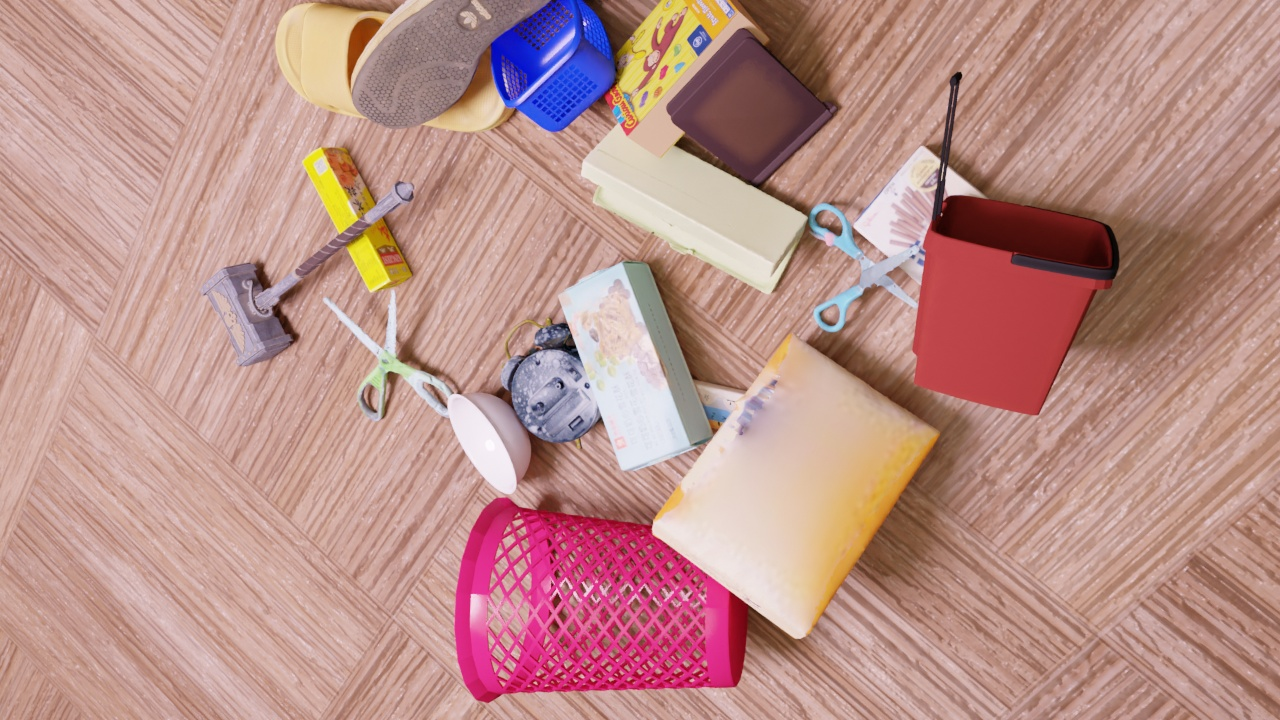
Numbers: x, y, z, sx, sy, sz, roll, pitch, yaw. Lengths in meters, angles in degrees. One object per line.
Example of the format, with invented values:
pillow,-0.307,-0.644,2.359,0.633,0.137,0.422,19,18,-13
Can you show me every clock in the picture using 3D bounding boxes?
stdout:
clock,-0.081,0.019,0.859,0.090,0.052,0.129,-42,85,24

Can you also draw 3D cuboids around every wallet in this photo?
wallet,0.089,-0.197,0.727,0.092,0.115,0.018,-42,43,23

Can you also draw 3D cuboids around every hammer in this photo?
hammer,-0.321,-0.097,0.902,0.323,0.044,0.098,-26,91,35

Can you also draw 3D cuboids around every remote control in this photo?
remote control,0.092,0.047,0.816,0.126,0.018,0.038,12,105,17

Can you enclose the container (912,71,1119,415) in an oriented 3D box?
container,0.254,-0.082,0.625,0.127,0.147,0.201,15,116,19

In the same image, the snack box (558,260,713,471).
snack box,-0.005,0.005,0.812,0.075,0.053,0.174,-23,83,30

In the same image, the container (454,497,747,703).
container,-0.024,0.218,0.823,0.226,0.183,0.183,-1,101,14

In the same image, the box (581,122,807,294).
box,0.045,-0.134,0.779,0.188,0.089,0.077,30,80,14

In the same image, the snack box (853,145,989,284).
snack box,0.250,-0.089,0.720,0.150,0.026,0.082,43,114,8

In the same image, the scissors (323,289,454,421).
scissors,-0.248,0.000,0.922,0.168,0.023,0.172,27,130,9

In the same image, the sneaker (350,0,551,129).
sneaker,-0.156,-0.299,0.763,0.242,0.089,0.102,-34,55,21

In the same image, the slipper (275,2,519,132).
slipper,-0.241,-0.269,0.849,0.263,0.078,0.099,16,107,16

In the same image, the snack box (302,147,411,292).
snack box,-0.281,-0.140,0.911,0.029,0.040,0.148,-28,90,24

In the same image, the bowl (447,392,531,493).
bowl,-0.137,0.071,0.887,0.110,0.040,0.110,37,145,32

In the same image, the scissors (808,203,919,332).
scissors,0.170,-0.063,0.735,0.136,0.015,0.126,55,143,45

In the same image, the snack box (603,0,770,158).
snack box,0.030,-0.242,0.742,0.126,0.040,0.088,-44,47,23

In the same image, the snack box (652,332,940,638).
snack box,0.121,0.096,0.730,0.145,0.081,0.195,35,76,12

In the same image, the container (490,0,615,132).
container,-0.071,-0.254,0.772,0.096,0.058,0.114,-36,49,24
